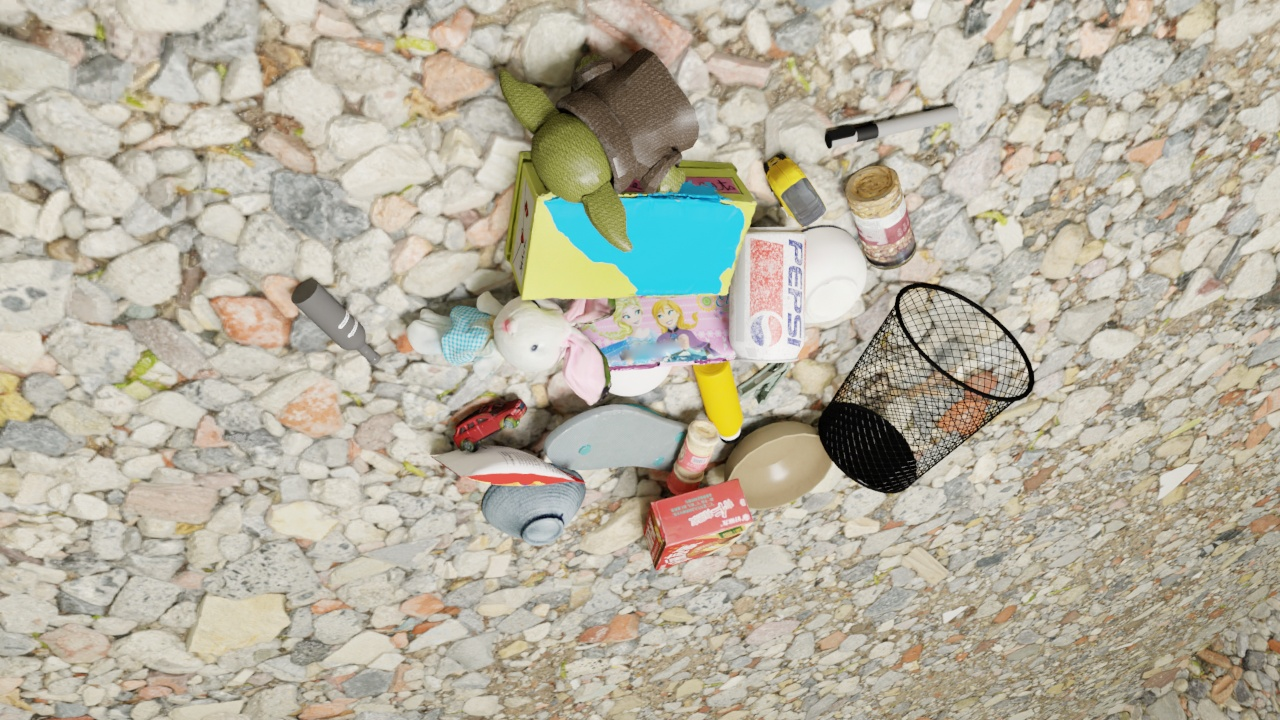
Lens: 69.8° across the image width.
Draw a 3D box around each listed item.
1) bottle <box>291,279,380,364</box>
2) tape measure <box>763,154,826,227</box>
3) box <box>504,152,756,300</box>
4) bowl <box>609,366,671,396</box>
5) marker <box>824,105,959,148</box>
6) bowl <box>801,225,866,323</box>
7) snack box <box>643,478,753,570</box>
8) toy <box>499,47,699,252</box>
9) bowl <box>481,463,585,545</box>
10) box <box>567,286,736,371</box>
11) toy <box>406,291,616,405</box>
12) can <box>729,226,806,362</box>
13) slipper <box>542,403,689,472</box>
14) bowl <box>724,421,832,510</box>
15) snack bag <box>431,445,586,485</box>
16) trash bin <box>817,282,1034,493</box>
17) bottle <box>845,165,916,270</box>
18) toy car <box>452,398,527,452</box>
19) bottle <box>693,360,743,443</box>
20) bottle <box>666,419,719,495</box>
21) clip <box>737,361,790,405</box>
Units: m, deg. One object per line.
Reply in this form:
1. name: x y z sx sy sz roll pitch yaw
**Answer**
1. bottle: -0.292 -0.032 0.896 0.030 0.030 0.113 -28 136 6
2. tape measure: 0.153 -0.166 0.917 0.037 0.064 0.065 -35 134 11
3. box: -0.010 -0.127 0.885 0.220 0.080 0.125 -5 134 -20
4. bowl: -0.006 0.006 1.040 0.110 0.040 0.110 -11 136 -11
5. marker: 0.254 -0.236 0.923 0.140 0.016 0.016 -14 136 -8
6. bowl: 0.201 -0.086 1.016 0.113 0.063 0.114 -12 137 -11
7. snack box: 0.069 0.218 1.198 0.113 0.060 0.237 -15 162 -8
8. toy: -0.022 -0.193 0.779 0.152 0.179 0.078 -36 180 -16
9. bowl: -0.129 0.197 1.167 0.137 0.057 0.137 -11 136 -11
10. box: 0.037 -0.034 0.987 0.230 0.053 0.084 -5 96 -17
11. toy: -0.130 -0.033 0.896 0.205 0.131 0.106 4 169 5
12. can: 0.132 -0.069 0.952 0.078 0.078 0.136 -2 97 -20
13. slipper: -0.010 0.087 1.121 0.268 0.054 0.098 11 126 -44
14. bowl: 0.179 0.132 1.230 0.152 0.050 0.153 -11 136 -11
15. snack bag: -0.153 0.121 1.050 0.144 0.131 0.039 6 92 -27
16. trash bin: 0.333 0.044 1.123 0.183 0.183 0.211 6 136 -26
17. bottle: 0.257 -0.151 0.978 0.056 0.056 0.105 -28 136 6
18. toy car: -0.169 0.070 1.038 0.091 0.042 0.036 -24 105 11
19. bottle: 0.099 0.049 1.122 0.043 0.043 0.144 -21 137 -1
20. bottle: 0.066 0.123 1.144 0.044 0.044 0.109 -1 133 -21
21. clip: 0.159 0.023 1.136 0.059 0.023 0.076 18 126 -36
